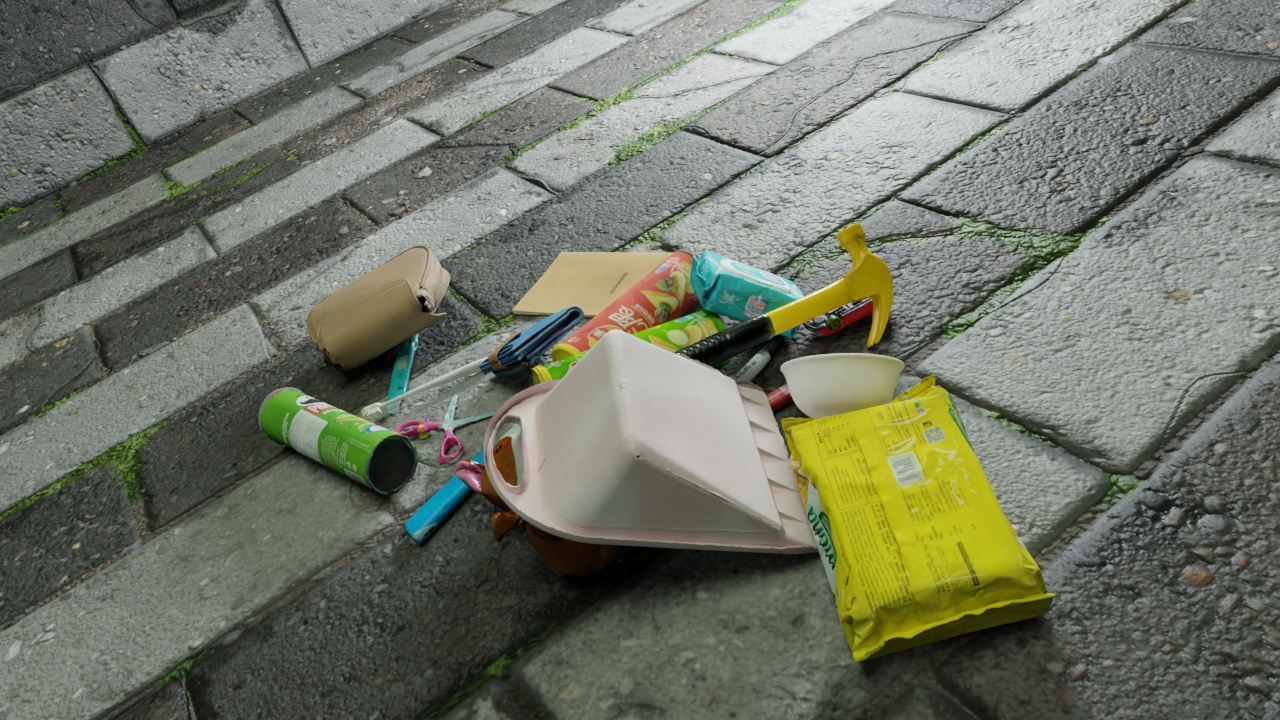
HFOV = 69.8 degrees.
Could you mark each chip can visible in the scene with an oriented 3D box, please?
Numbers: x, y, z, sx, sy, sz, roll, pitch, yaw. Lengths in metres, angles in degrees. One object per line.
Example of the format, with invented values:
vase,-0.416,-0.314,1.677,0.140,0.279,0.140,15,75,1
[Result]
chip can,-0.006,0.006,1.007,0.221,0.073,0.072,-19,34,-16
chip can,-0.006,-0.048,1.105,0.216,0.073,0.073,-40,40,-27
chip can,-0.364,0.093,1.092,0.236,0.072,0.072,15,49,38

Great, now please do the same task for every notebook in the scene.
notebook,-0.057,-0.106,1.259,0.208,0.008,0.147,4,43,30

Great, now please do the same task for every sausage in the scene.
sausage,0.159,0.032,0.965,0.155,0.020,0.020,-28,37,-10

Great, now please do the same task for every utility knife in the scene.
utility knife,-0.317,0.016,1.220,0.029,0.013,0.175,-15,36,5
utility knife,-0.177,0.117,1.014,0.034,0.018,0.217,14,49,41

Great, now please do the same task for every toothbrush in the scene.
toothbrush,-0.266,0.034,1.161,0.180,0.016,0.016,-24,49,-12

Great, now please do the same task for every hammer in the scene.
hammer,0.135,-0.036,0.974,0.300,0.128,0.033,-23,-7,-10

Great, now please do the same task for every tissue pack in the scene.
tissue pack,0.119,-0.078,1.042,0.133,0.050,0.093,17,21,-15

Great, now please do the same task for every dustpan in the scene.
dustpan,0.005,0.090,0.851,0.139,0.273,0.222,-48,28,26

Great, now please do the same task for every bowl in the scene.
bowl,0.196,0.036,0.890,0.118,0.118,0.064,-4,76,21

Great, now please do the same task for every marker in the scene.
marker,0.117,0.014,1.011,0.023,0.018,0.130,10,44,47

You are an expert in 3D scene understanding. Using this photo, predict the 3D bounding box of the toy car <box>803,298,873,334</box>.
toy car,0.233,-0.060,1.039,0.106,0.031,0.049,-27,35,-6

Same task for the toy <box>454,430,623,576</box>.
toy,-0.091,0.119,0.890,0.140,0.130,0.200,-9,18,-28

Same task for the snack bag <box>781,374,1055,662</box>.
snack bag,0.218,0.120,0.758,0.158,0.068,0.246,-17,43,6

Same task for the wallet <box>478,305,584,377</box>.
wallet,-0.135,-0.022,1.118,0.106,0.040,0.133,-39,9,-26

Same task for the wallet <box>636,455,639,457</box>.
wallet,0.019,0.077,0.960,0.130,0.037,0.106,-21,45,2

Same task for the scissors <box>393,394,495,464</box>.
scissors,-0.234,0.081,1.095,0.133,0.017,0.133,-14,32,3

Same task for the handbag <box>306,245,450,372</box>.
handbag,-0.356,-0.066,1.268,0.205,0.100,0.147,-28,34,8
